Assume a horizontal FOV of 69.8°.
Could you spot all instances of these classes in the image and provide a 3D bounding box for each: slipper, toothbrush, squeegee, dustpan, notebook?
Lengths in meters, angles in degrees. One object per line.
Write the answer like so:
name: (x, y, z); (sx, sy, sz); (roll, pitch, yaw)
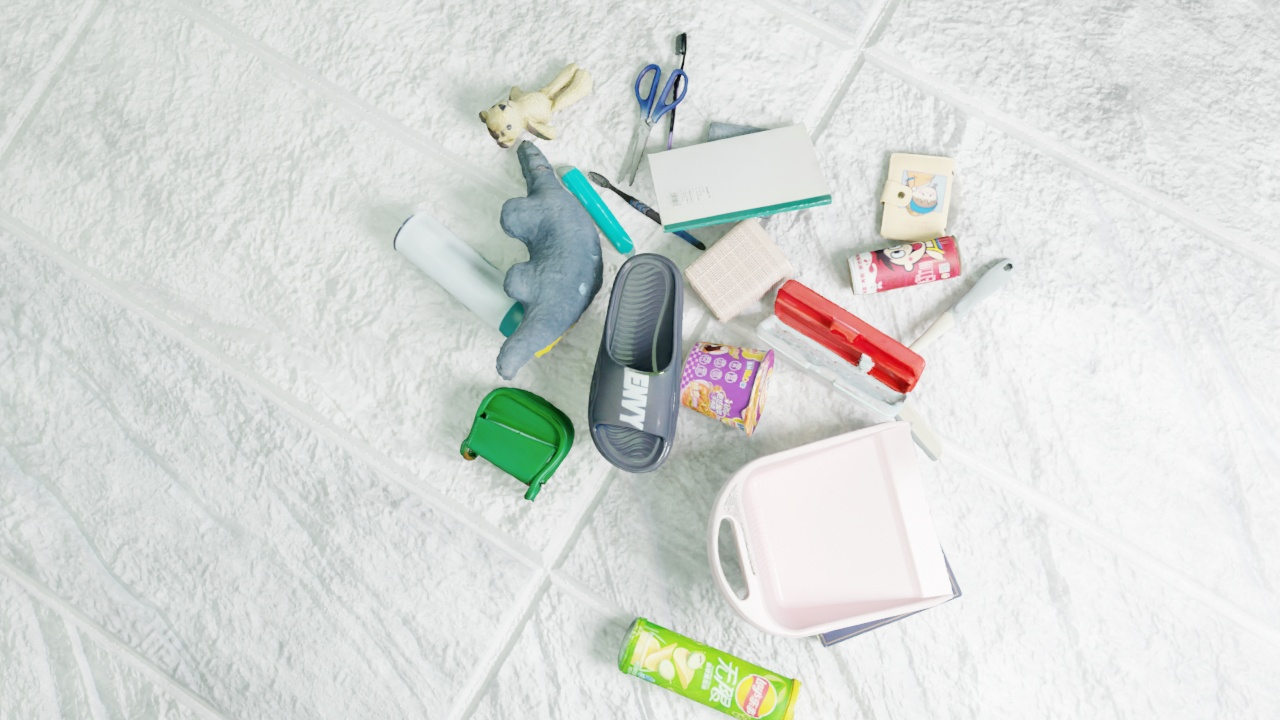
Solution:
slipper: (-0.007, -0.003, 1.083); (0.111, 0.083, 0.268); (5, 83, 9)
toothbrush: (0.007, -0.199, 1.216); (0.189, 0.016, 0.014); (35, 102, 7)
squeegee: (0.379, -0.045, 1.147); (0.246, 0.039, 0.246); (-41, 82, 1)
dustpan: (0.217, 0.201, 1.045); (0.273, 0.139, 0.222); (-16, 81, 7)
toothbrush: (0.044, -0.349, 1.228); (0.017, 0.014, 0.189); (6, 85, 14)
notebook: (0.121, -0.231, 1.154); (0.209, 0.012, 0.150); (-10, 52, 2)

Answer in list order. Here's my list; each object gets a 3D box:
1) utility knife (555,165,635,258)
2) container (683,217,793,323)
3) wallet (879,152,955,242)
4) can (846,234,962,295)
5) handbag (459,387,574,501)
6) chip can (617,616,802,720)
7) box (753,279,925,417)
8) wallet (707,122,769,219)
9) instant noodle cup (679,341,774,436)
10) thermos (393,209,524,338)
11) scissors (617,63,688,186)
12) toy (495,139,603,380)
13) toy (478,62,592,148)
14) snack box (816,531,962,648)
utility knife: (-0.057, -0.199, 1.225); (0.029, 0.013, 0.161); (-37, 84, 4)
container: (0.122, -0.111, 1.159); (0.111, 0.090, 0.090); (-39, 82, 4)
wallet: (0.352, -0.207, 1.176); (0.087, 0.024, 0.115); (9, 87, 2)
can: (0.329, -0.118, 1.148); (0.133, 0.053, 0.053); (-11, 83, 10)
handbag: (-0.158, 0.102, 1.183); (0.131, 0.068, 0.120); (32, 96, 7)
chip can: (0.081, 0.384, 1.120); (0.221, 0.072, 0.072); (20, 87, 8)
box: (0.236, -0.004, 1.123); (0.201, 0.094, 0.091); (33, 73, 16)
wallet: (0.131, -0.250, 1.207); (0.097, 0.019, 0.120); (9, 84, 5)
instant noodle cup: (0.105, 0.027, 1.141); (0.099, 0.111, 0.111); (17, 86, 16)
thermos: (-0.218, -0.107, 1.207); (0.224, 0.073, 0.073); (38, 89, 8)
scissors: (0.017, -0.311, 1.219); (0.128, 0.012, 0.173); (-10, 79, 21)
toy: (-0.115, -0.134, 1.168); (0.137, 0.092, 0.355); (6, 63, -15)
toy: (-0.136, -0.343, 1.220); (0.157, 0.066, 0.105); (-34, 73, -11)
snack box: (0.271, 0.233, 1.127); (0.182, 0.046, 0.178); (-22, 82, 4)
